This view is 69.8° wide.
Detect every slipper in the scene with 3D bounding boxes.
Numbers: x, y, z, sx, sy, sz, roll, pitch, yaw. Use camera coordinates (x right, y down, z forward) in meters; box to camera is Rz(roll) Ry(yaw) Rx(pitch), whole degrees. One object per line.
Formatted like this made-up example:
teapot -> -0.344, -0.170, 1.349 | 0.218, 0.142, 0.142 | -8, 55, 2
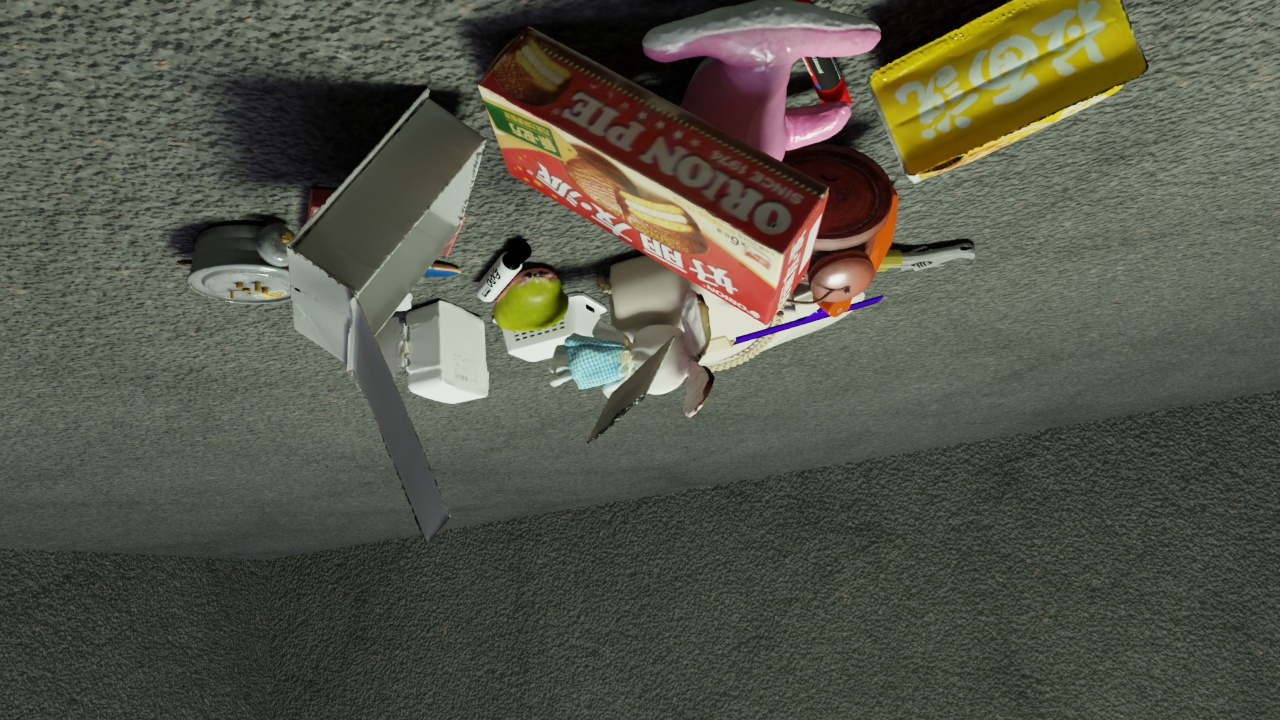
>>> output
slipper -> 0.172, -0.057, 1.208 | 0.114, 0.054, 0.275 | 7, 155, -43

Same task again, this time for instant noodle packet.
instant noodle packet -> 0.276, -0.197, 0.707 | 0.163, 0.084, 0.221 | -25, 175, 20

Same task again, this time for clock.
clock -> 0.152, -0.115, 0.805 | 0.120, 0.157, 0.072 | 16, 148, 14
clock -> -0.355, -0.089, 0.847 | 0.148, 0.056, 0.103 | -18, 161, 39

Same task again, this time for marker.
marker -> 0.129, -0.222, 0.673 | 0.023, 0.021, 0.145 | 18, 176, 27
marker -> -0.146, -0.096, 0.978 | 0.025, 0.025, 0.126 | 1, 162, -28

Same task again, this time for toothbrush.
toothbrush -> -0.242, -0.098, 0.940 | 0.134, 0.017, 0.022 | 9, 159, -44

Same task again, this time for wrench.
wrench -> 0.284, -0.118, 1.077 | 0.272, 0.018, 0.084 | -5, 171, -31

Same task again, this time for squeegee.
squeegee -> 0.225, -0.102, 0.973 | 0.249, 0.055, 0.185 | -16, 140, -37

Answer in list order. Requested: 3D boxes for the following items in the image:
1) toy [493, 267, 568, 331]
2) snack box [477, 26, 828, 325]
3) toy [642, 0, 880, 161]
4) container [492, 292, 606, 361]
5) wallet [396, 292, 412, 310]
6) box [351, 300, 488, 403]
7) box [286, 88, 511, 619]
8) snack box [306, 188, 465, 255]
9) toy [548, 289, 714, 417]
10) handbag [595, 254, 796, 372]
toy -> -0.120, -0.068, 1.040 | 0.090, 0.051, 0.110 | -5, 162, -18
snack box -> 0.007, -0.124, 0.630 | 0.236, 0.060, 0.113 | 32, 165, 13
toy -> 0.073, -0.156, 0.679 | 0.186, 0.127, 0.266 | -3, 164, -5
container -> -0.111, -0.038, 1.150 | 0.129, 0.049, 0.080 | -14, 163, 21
wallet -> -0.307, -0.070, 0.984 | 0.116, 0.032, 0.086 | -6, 162, -6
box -> -0.273, -0.001, 1.102 | 0.137, 0.108, 0.124 | -16, 161, 24
box -> -0.180, 0.002, 0.677 | 0.150, 0.368, 0.167 | -3, 164, -19
snack box -> -0.235, -0.125, 0.841 | 0.132, 0.021, 0.089 | -1, 162, -23
toy -> -0.006, 0.006, 1.004 | 0.206, 0.131, 0.105 | -6, 169, 23
handbag -> 0.070, -0.070, 1.070 | 0.211, 0.103, 0.208 | -13, 155, 19
